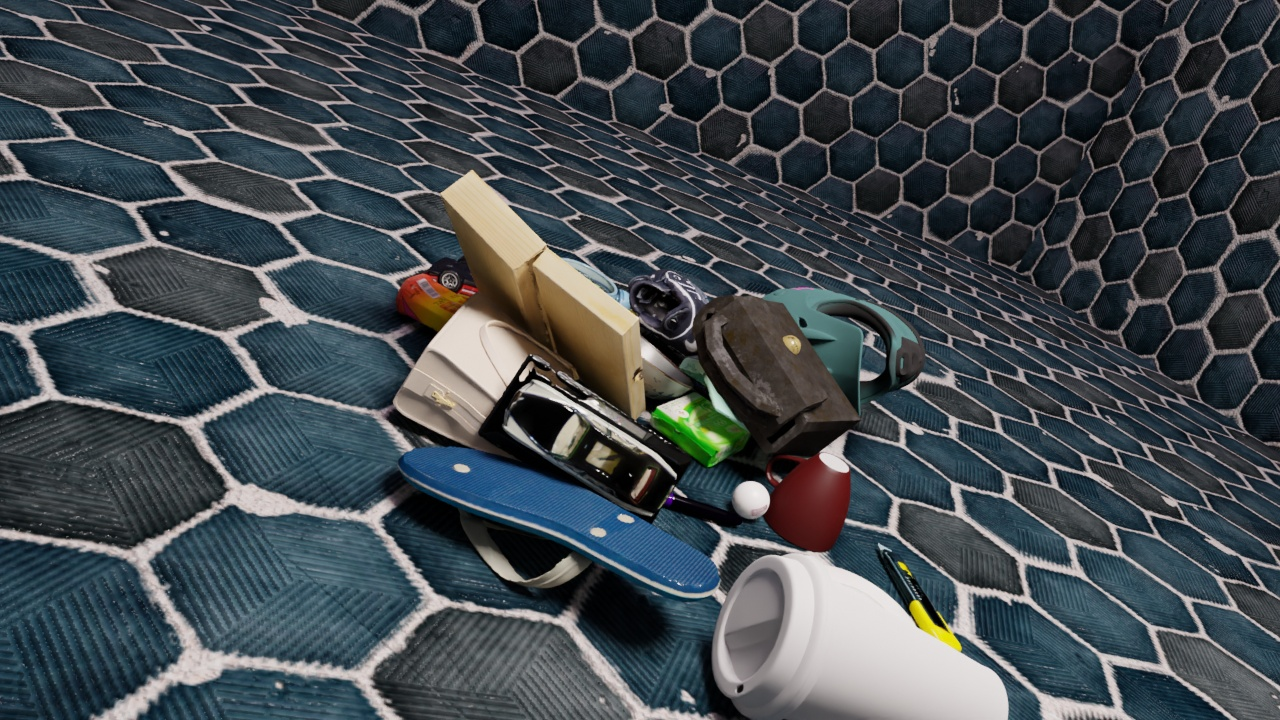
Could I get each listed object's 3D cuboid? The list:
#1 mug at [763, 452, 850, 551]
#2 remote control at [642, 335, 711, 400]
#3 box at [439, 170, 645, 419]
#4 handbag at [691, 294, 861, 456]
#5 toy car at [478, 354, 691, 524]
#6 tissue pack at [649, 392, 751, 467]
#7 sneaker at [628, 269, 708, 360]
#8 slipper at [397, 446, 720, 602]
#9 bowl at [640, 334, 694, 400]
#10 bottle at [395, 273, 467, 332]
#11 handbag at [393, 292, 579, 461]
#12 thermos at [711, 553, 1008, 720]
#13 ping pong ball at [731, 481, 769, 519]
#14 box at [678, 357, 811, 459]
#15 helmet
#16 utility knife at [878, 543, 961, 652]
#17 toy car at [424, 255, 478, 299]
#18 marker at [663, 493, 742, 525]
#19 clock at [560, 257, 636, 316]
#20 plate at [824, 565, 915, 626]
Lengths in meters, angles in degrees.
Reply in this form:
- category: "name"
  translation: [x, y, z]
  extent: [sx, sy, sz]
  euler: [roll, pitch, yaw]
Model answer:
- category: "mug"
  translation: [0.184, 0.140, 1.012]
  extent: [0.087, 0.088, 0.114]
  euler: [0, 32, -45]
- category: "remote control"
  translation: [0.048, 0.012, 1.253]
  extent: [0.140, 0.021, 0.045]
  euler: [40, 9, 29]
- category: "box"
  translation: [-0.097, -0.057, 1.008]
  extent: [0.253, 0.068, 0.247]
  euler: [36, -17, 16]
- category: "handbag"
  translation: [0.141, 0.006, 1.061]
  extent: [0.199, 0.103, 0.197]
  euler: [2, 51, -51]
- category: "toy car"
  translation: [-0.043, 0.082, 0.839]
  extent: [0.191, 0.094, 0.071]
  euler: [35, -6, -11]
- category: "tissue pack"
  translation: [0.072, 0.081, 1.109]
  extent: [0.099, 0.034, 0.113]
  euler: [35, 26, 22]
- category: "sneaker"
  translation: [0.030, -0.079, 1.273]
  extent: [0.150, 0.097, 0.252]
  euler: [38, 8, -34]
- category: "slipper"
  translation: [-0.074, 0.146, 0.778]
  extent: [0.295, 0.060, 0.118]
  euler: [21, 17, 19]
- category: "bowl"
  translation: [-0.007, 0.007, 1.140]
  extent: [0.150, 0.057, 0.150]
  euler: [39, 7, -6]
- category: "bottle"
  translation: [-0.221, -0.052, 1.091]
  extent: [0.134, 0.048, 0.071]
  euler: [29, 23, 11]
- category: "handbag"
  translation: [-0.128, 0.036, 0.948]
  extent: [0.198, 0.101, 0.194]
  euler: [34, 21, -7]
- category: "thermos"
  translation: [0.179, 0.248, 0.734]
  extent: [0.221, 0.132, 0.131]
  euler: [26, 21, -16]
- category: "ping pong ball"
  translation: [0.119, 0.150, 0.987]
  extent: [0.040, 0.040, 0.040]
  euler: [20, 22, -9]
- category: "box"
  translation: [0.143, 0.064, 1.137]
  extent: [0.187, 0.052, 0.139]
  euler: [31, 6, -27]
- category: "helmet"
  translation: [0.238, -0.007, 1.242]
  extent: [0.199, 0.176, 0.275]
  euler: [-9, 14, -34]
- category: "utility knife"
  translation: [0.290, 0.249, 0.969]
  extent: [0.028, 0.020, 0.172]
  euler: [18, 21, -18]
- category: "toy car"
  translation: [-0.188, -0.092, 1.209]
  extent: [0.189, 0.056, 0.081]
  euler: [18, 21, 1]
- category: "marker"
  translation: [0.044, 0.148, 0.950]
  extent: [0.134, 0.015, 0.018]
  euler: [19, 48, -12]
- category: "clock"
  translation: [-0.075, -0.087, 1.308]
  extent: [0.162, 0.060, 0.117]
  euler: [30, 21, 5]
- category: "plate"
  translation: [0.209, 0.248, 0.891]
  extent: [0.157, 0.014, 0.156]
  euler: [21, 22, -9]
